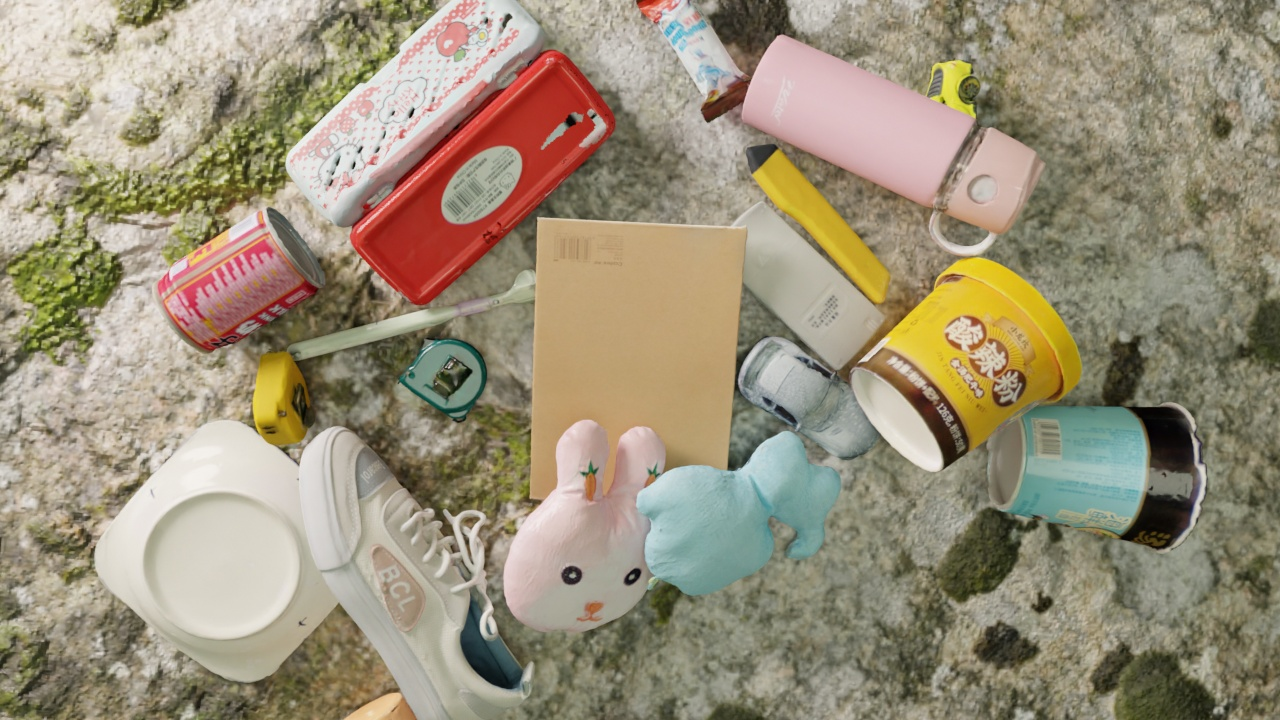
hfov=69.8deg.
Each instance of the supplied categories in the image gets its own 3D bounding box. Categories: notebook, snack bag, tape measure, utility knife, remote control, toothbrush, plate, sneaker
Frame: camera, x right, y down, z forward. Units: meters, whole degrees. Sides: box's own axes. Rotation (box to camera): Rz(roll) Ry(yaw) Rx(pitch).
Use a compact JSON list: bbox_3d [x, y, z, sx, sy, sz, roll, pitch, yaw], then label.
[{"bbox_3d":[-0.004,0.004,0.672,0.149,0.012,0.211,2,103,-4],"label":"notebook"},{"bbox_3d":[0.041,-0.227,0.660,0.048,0.026,0.104,-29,96,11],"label":"snack bag"},{"bbox_3d":[-0.140,0.011,0.669,0.058,0.025,0.054,35,93,-7],"label":"tape measure"},{"bbox_3d":[0.132,-0.102,0.681,0.154,0.015,0.033,47,70,-7],"label":"utility knife"},{"bbox_3d":[0.118,-0.056,0.685,0.135,0.019,0.056,41,91,-7],"label":"remote control"},{"bbox_3d":[-0.164,-0.030,0.667,0.189,0.020,0.029,-16,129,-1],"label":"toothbrush"},{"bbox_3d":[-0.298,0.144,0.665,0.163,0.034,0.164,41,92,-7],"label":"plate"},{"bbox_3d":[-0.151,0.150,0.646,0.091,0.089,0.242,-22,101,13],"label":"sneaker"},{"bbox_3d":[-0.249,0.030,0.645,0.029,0.057,0.060,-5,56,-2],"label":"tape measure"}]

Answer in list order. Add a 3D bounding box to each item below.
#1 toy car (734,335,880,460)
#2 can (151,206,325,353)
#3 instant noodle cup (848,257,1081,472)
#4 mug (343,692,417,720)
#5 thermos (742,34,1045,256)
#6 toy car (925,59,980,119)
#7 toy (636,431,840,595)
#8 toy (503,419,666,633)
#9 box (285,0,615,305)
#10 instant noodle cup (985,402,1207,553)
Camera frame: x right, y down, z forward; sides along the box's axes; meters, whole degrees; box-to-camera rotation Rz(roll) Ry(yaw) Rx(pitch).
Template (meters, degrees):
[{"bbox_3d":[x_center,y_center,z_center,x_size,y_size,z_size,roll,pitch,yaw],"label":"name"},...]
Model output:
[{"bbox_3d":[0.128,0.029,0.687,0.120,0.037,0.054,33,91,-10],"label":"toy car"},{"bbox_3d":[-0.275,-0.054,0.631,0.094,0.066,0.066,-33,97,-1],"label":"can"},{"bbox_3d":[0.220,0.007,0.643,0.114,0.118,0.118,-37,97,-7],"label":"instant noodle cup"},{"bbox_3d":[-0.175,0.313,0.673,0.078,0.078,0.123,-28,92,-2],"label":"mug"},{"bbox_3d":[0.168,-0.145,0.633,0.198,0.067,0.087,29,124,11],"label":"thermos"},{"bbox_3d":[0.223,-0.164,0.668,0.032,0.048,0.105,-4,96,-3],"label":"toy car"},{"bbox_3d":[0.069,0.116,0.671,0.161,0.050,0.156,41,81,-27],"label":"toy"},{"bbox_3d":[-0.035,0.122,0.658,0.121,0.054,0.159,7,100,-33],"label":"toy"},{"bbox_3d":[-0.133,-0.154,0.640,0.201,0.065,0.160,-43,93,-1],"label":"box"},{"bbox_3d":[0.326,0.080,0.678,0.120,0.111,0.111,6,95,3],"label":"instant noodle cup"}]
